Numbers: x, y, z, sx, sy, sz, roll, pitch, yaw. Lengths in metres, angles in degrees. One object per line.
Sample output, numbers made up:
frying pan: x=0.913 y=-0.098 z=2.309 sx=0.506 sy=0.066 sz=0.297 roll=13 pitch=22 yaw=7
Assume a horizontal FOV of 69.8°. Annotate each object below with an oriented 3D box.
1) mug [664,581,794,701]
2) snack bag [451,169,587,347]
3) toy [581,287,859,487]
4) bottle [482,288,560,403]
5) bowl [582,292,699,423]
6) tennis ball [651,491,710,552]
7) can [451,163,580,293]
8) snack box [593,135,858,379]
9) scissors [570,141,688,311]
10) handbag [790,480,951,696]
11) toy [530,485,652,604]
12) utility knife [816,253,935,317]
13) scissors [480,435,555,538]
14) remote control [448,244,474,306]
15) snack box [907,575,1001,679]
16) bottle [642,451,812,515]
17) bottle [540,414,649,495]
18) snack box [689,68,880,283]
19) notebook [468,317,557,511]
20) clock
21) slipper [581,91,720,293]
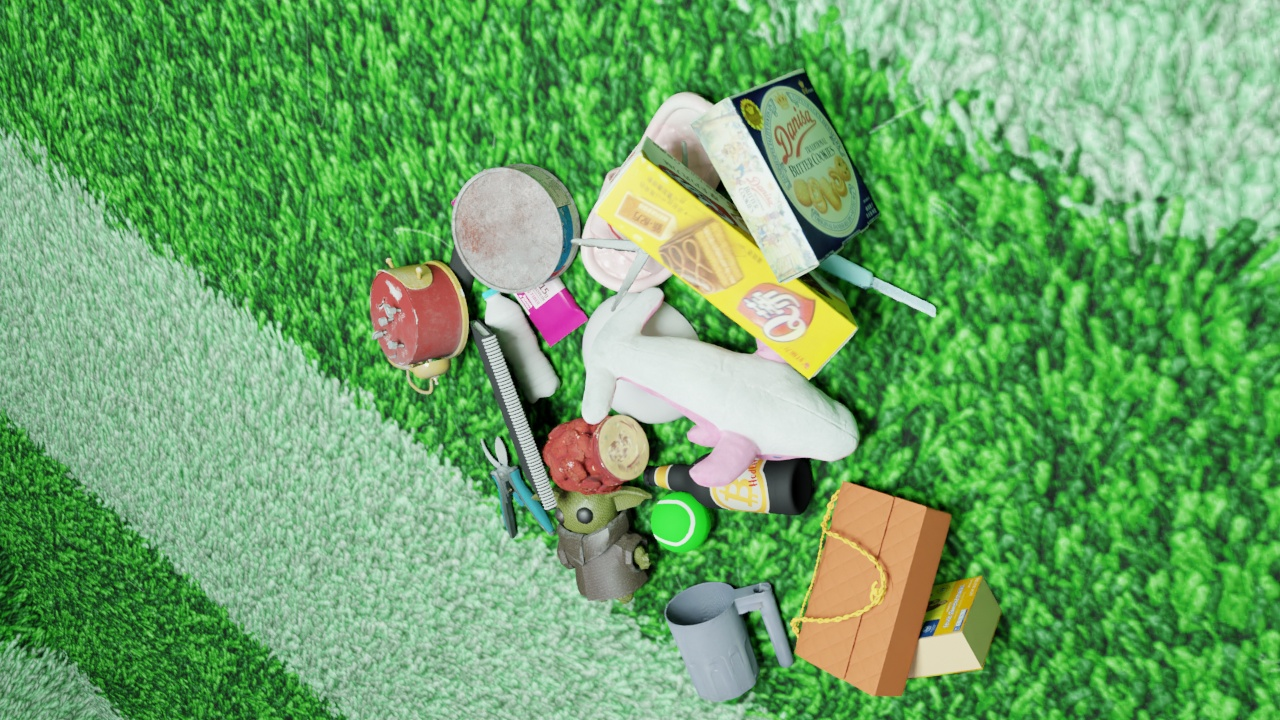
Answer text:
mug: x=0.102 y=0.311 z=1.031 sx=0.124 sy=0.083 sz=0.104 roll=-17 pitch=105 yaw=10
snack bag: x=-0.135 y=-0.110 z=1.010 sx=0.070 sy=0.016 sz=0.196 roll=-32 pitch=93 yaw=38
toy: x=0.076 y=0.041 z=0.886 sx=0.265 sy=0.186 sz=0.128 roll=22 pitch=158 yaw=5
bottle: x=-0.139 y=-0.019 z=1.039 sx=0.044 sy=0.044 sz=0.136 roll=-21 pitch=100 yaw=38
bowl: x=-0.006 y=0.006 z=0.965 sx=0.150 sy=0.043 sz=0.150 roll=14 pitch=119 yaw=27
tennis ball: x=0.044 y=0.176 z=1.002 sx=0.065 sy=0.065 sz=0.065 roll=14 pitch=119 yaw=27
can: x=-0.130 y=-0.138 z=0.961 sx=0.130 sy=0.044 sz=0.130 roll=7 pitch=110 yaw=21
snack box: x=0.073 y=-0.089 z=0.780 sx=0.230 sy=0.110 sz=0.062 roll=37 pitch=109 yaw=-9
scissors: x=0.015 y=-0.116 z=0.842 sx=0.141 sy=0.014 sz=0.175 roll=25 pitch=113 yaw=-2
handbag: x=0.205 y=0.207 z=0.855 sx=0.109 sy=0.060 sz=0.172 roll=13 pitch=86 yaw=52
toy: x=-0.049 y=0.211 z=1.071 sx=0.180 sy=0.078 sz=0.153 roll=-8 pitch=107 yaw=38
utility knife: x=0.186 y=-0.078 z=0.817 sx=0.165 sy=0.015 sz=0.022 roll=30 pitch=126 yaw=20
scissors: x=-0.162 y=0.171 z=1.162 sx=0.155 sy=0.019 sz=0.125 roll=44 pitch=132 yaw=14
remote control: x=-0.218 y=-0.081 z=1.078 sx=0.033 sy=0.015 sz=0.147 roll=33 pitch=126 yaw=15
snack box: x=0.270 y=0.260 z=0.882 sx=0.126 sy=0.088 sz=0.040 roll=-26 pitch=97 yaw=39
bottle: x=0.083 y=0.125 z=0.955 sx=0.182 sy=0.059 sz=0.059 roll=-1 pitch=112 yaw=33
bottle: x=-0.047 y=0.100 z=1.005 sx=0.111 sy=0.098 sz=0.099 roll=-20 pitch=100 yaw=46
snack box: x=0.122 y=-0.152 z=0.741 sx=0.043 sy=0.144 sz=0.145 roll=-24 pitch=98 yaw=40
notebook: x=-0.148 y=0.057 z=1.043 sx=0.149 sy=0.016 sz=0.207 roll=-151 pitch=41 yaw=-70
clock: x=-0.265 y=-0.036 z=1.065 sx=0.117 sy=0.081 sz=0.159 roll=19 pitch=116 yaw=45
slipper: x=0.013 y=-0.151 z=0.870 sx=0.107 sy=0.055 sz=0.222 roll=40 pitch=127 yaw=8
